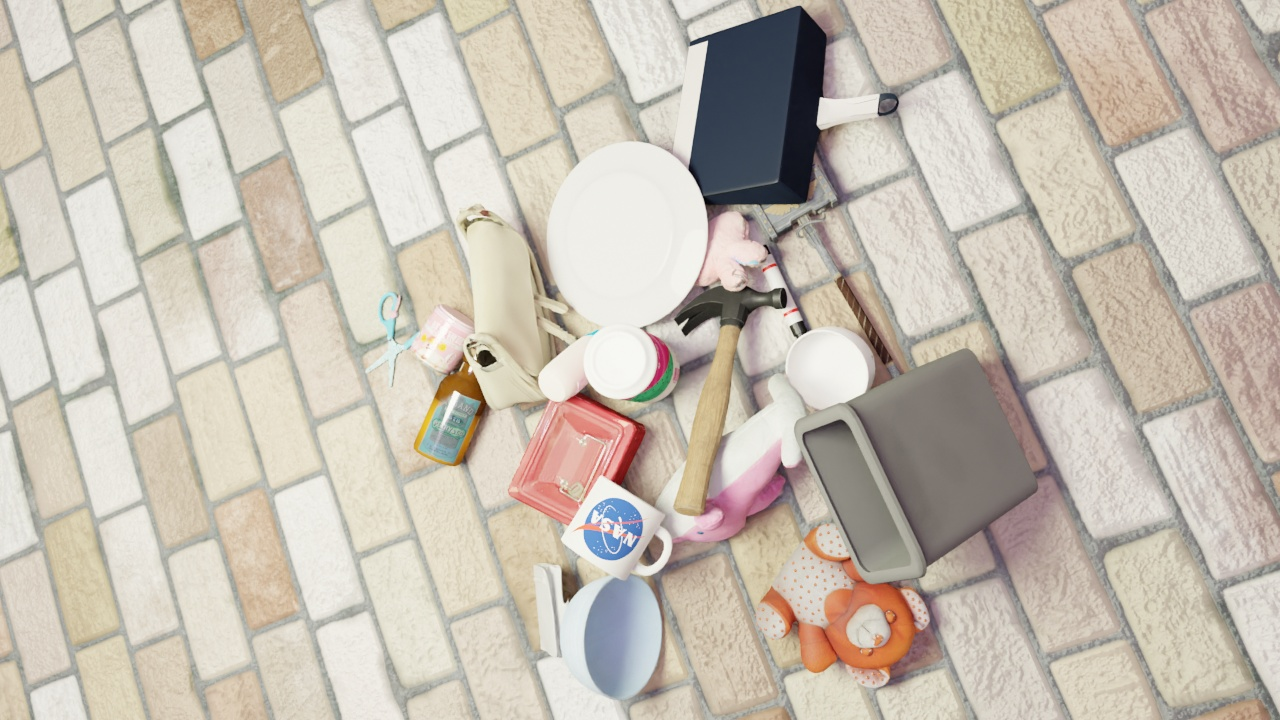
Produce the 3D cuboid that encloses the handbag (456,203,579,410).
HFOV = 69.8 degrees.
[{"bbox_3d":[-0.157,-0.068,1.173,0.132,0.184,0.228,-14,67,10],"label":"handbag"}]

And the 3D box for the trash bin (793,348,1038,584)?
[{"bbox_3d":[0.306,0.110,1.008,0.219,0.098,0.191,-21,84,-33],"label":"trash bin"}]

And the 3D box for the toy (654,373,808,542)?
[{"bbox_3d":[0.123,0.143,1.112,0.127,0.186,0.266,30,120,-22],"label":"toy"}]

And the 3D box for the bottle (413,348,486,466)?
[{"bbox_3d":[-0.244,0.059,1.233,0.068,0.067,0.157,24,92,15],"label":"bottle"}]

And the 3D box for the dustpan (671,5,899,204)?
[{"bbox_3d":[0.176,-0.309,1.141,0.274,0.080,0.236,-2,73,41],"label":"dustpan"}]

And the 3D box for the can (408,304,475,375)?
[{"bbox_3d":[-0.266,-0.029,1.246,0.067,0.067,0.076,36,96,14],"label":"can"}]

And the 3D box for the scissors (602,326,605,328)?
[{"bbox_3d":[-0.009,-0.103,1.217,0.076,0.017,0.174,35,98,10],"label":"scissors"}]

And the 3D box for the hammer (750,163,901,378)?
[{"bbox_3d":[0.257,-0.081,1.135,0.098,0.044,0.322,-30,82,10],"label":"hammer"}]

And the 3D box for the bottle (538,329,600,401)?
[{"bbox_3d":[-0.070,-0.002,1.171,0.051,0.145,0.051,21,131,25],"label":"bottle"}]

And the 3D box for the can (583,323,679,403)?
[{"bbox_3d":[-0.007,0.007,1.127,0.088,0.165,0.088,-1,85,14],"label":"can"}]

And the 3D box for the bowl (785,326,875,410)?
[{"bbox_3d":[0.235,0.008,1.114,0.105,0.054,0.105,10,108,33],"label":"bowl"}]

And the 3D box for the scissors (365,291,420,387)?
[{"bbox_3d":[-0.332,-0.028,1.294,0.126,0.015,0.136,2,92,15],"label":"scissors"}]

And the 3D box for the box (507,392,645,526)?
[{"bbox_3d":[-0.080,0.129,1.177,0.129,0.086,0.158,26,91,16],"label":"box"}]

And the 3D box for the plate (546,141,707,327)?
[{"bbox_3d":[-0.025,-0.162,1.186,0.243,0.016,0.242,1,92,30],"label":"plate"}]

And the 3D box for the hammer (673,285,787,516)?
[{"bbox_3d":[0.085,0.041,1.096,0.132,0.040,0.304,-1,57,28],"label":"hammer"}]

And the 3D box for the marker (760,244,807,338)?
[{"bbox_3d":[0.182,-0.079,1.162,0.019,0.019,0.145,-25,80,11],"label":"marker"}]

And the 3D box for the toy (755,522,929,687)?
[{"bbox_3d":[0.241,0.294,1.081,0.172,0.093,0.164,35,93,13],"label":"toy"}]

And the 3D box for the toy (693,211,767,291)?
[{"bbox_3d":[0.108,-0.132,1.155,0.108,0.053,0.105,-50,47,0],"label":"toy"}]

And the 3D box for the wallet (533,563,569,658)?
[{"bbox_3d":[-0.113,0.318,1.181,0.032,0.086,0.116,-6,88,-22],"label":"wallet"}]

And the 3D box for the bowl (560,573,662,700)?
[{"bbox_3d":[-0.047,0.337,1.133,0.075,0.150,0.150,-8,83,37],"label":"bowl"}]

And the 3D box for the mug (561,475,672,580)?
[{"bbox_3d":[-0.020,0.206,1.091,0.121,0.091,0.090,32,84,2],"label":"mug"}]
